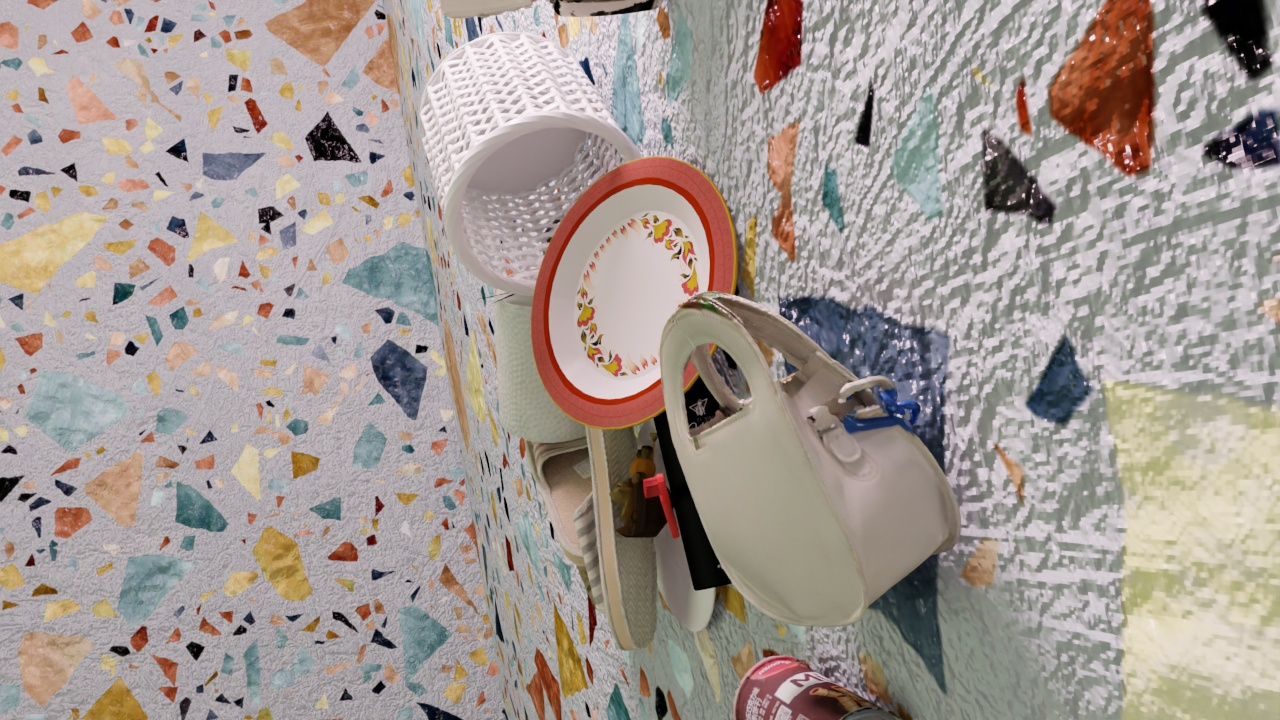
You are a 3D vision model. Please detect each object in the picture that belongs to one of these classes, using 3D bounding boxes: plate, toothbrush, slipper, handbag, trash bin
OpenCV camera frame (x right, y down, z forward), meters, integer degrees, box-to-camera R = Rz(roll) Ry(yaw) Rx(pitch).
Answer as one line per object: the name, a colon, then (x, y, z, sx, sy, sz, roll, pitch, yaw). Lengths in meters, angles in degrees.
plate: (-0.008, -0.056, 0.759, 0.230, 0.021, 0.229, -14, 69, 41)
toothbrush: (0.018, 0.127, 0.770, 0.213, 0.018, 0.012, 76, -179, -68)
slipper: (-0.070, 0.116, 1.049, 0.262, 0.115, 0.052, -111, 10, -46)
plate: (0.035, 0.159, 0.900, 0.209, 0.015, 0.208, 170, 90, -72)
handbag: (0.084, 0.047, 0.544, 0.199, 0.092, 0.201, 61, 160, 4)
trash bin: (-0.102, -0.011, 1.029, 0.133, 0.133, 0.161, -128, 29, -56)
slipper: (-0.028, 0.149, 0.913, 0.114, 0.054, 0.272, 7, -105, -73)

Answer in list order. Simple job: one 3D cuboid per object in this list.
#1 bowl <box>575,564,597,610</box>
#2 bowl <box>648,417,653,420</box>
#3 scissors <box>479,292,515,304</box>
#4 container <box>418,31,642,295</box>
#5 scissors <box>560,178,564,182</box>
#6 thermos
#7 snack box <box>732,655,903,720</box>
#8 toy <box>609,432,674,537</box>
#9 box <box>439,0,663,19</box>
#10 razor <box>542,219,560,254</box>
bowl: (-0.050, 0.213, 1.081, 0.145, 0.063, 0.145, 157, 91, -86)
bowl: (-0.005, 0.005, 0.852, 0.118, 0.074, 0.118, 170, 90, -72)
scissors: (-0.082, -0.089, 0.958, 0.157, 0.171, 0.012, -40, -62, -61)
container: (-0.108, -0.192, 0.885, 0.186, 0.189, 0.190, -116, 24, -44)
scissors: (-0.089, -0.270, 1.065, 0.136, 0.019, 0.139, -174, 75, -74)
thermos: (0.046, 0.065, 0.748, 0.061, 0.061, 0.231, 133, 125, -68)
snack box: (0.118, 0.245, 0.604, 0.121, 0.072, 0.072, 169, 92, -71)
toy: (0.003, 0.117, 0.861, 0.076, 0.062, 0.100, 126, 151, -71)
box: (-0.080, -0.341, 0.754, 0.099, 0.184, 0.143, 159, 104, -80)
razor: (-0.070, -0.136, 1.029, 0.064, 0.053, 0.141, 50, 162, -15)
